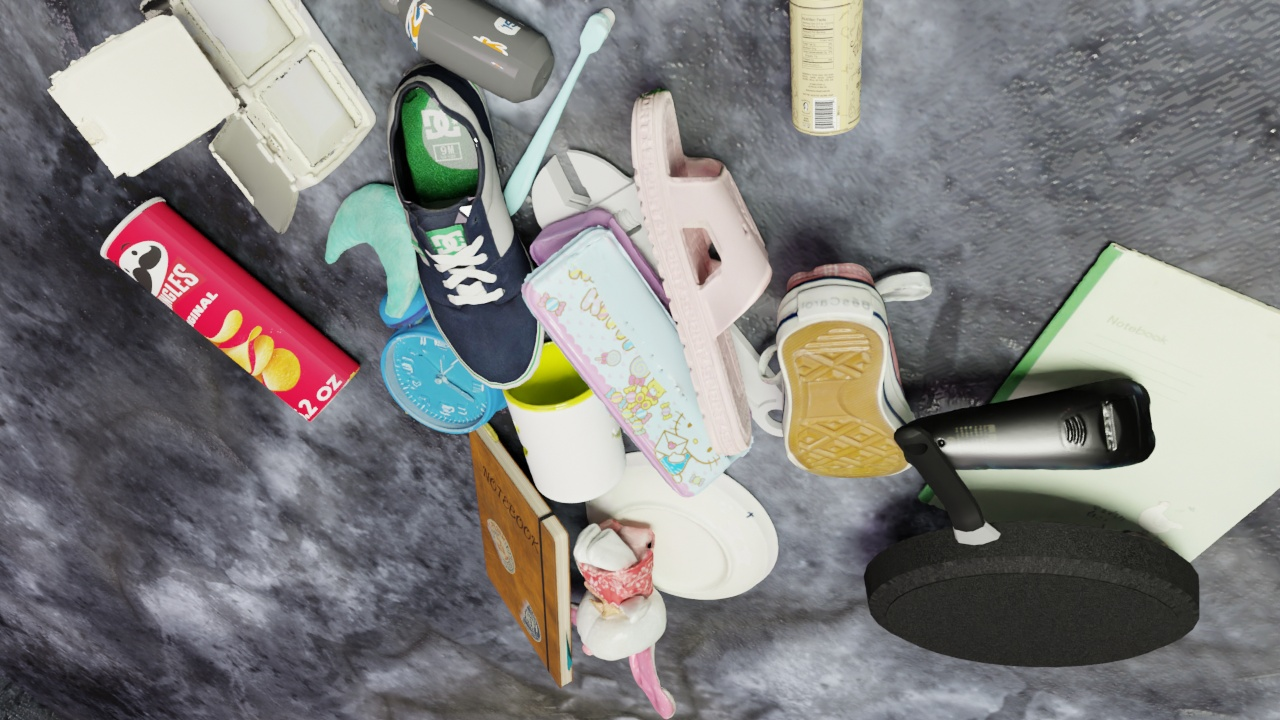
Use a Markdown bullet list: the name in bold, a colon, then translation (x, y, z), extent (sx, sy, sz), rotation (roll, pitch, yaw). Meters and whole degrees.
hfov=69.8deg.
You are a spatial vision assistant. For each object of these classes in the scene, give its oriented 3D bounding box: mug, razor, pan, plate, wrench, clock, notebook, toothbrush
- **mug**: translation (-0.058, 0.049, 0.733), extent (0.083, 0.082, 0.106), rotation (6, 131, 21)
- **razor**: translation (0.238, 0.045, 0.568), extent (0.151, 0.067, 0.054), rotation (-8, 86, 8)
- **pan**: translation (0.244, 0.142, 0.626), extent (0.226, 0.034, 0.356), rotation (-14, 140, 31)
- **plate**: translation (0.030, 0.158, 0.818), extent (0.182, 0.034, 0.183), rotation (14, 132, 15)
- **wrench**: translation (0.025, -0.039, 0.665), extent (0.087, 0.018, 0.273), rotation (-23, 117, 38)
- **clock**: translation (-0.155, -0.010, 0.744), extent (0.117, 0.060, 0.162), rotation (15, 130, 15)
- **notebook**: translation (0.322, 0.055, 0.605), extent (0.182, 0.010, 0.253), rotation (25, 134, 6)
- **notebook**: translation (-0.107, 0.194, 0.859), extent (0.178, 0.014, 0.250), rotation (45, 147, 38)
- **toothbrush**: translation (-0.059, -0.156, 0.606), extent (0.016, 0.016, 0.181), rotation (33, 136, -6)

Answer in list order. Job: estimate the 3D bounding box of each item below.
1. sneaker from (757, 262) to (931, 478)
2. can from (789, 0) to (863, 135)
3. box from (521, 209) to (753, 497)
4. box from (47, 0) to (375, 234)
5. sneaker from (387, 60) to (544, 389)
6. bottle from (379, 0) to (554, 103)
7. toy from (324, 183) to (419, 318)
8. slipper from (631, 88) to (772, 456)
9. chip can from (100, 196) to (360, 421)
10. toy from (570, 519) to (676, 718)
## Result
- **sneaker**: translation (0.133, 0.003, 0.602), extent (0.118, 0.087, 0.241), rotation (-6, 148, 15)
- **can**: translation (0.101, -0.168, 0.501), extent (0.038, 0.038, 0.080), rotation (7, 131, 20)
- **box**: translation (0.004, -0.004, 0.648), extent (0.077, 0.096, 0.214), rotation (-27, 120, 19)
- **box**: translation (-0.239, -0.162, 0.562), extent (0.069, 0.190, 0.143), rotation (-10, 130, 30)
- **sneaker**: translation (-0.121, -0.077, 0.622), extent (0.084, 0.079, 0.235), rotation (-8, 116, 5)
- **bottle**: translation (-0.108, -0.201, 0.567), extent (0.112, 0.046, 0.047), rotation (28, 135, 1)
- **toy**: translation (-0.198, -0.091, 0.695), extent (0.105, 0.033, 0.085), rotation (36, 109, 29)
- **slipper**: translation (0.051, -0.054, 0.575), extent (0.064, 0.094, 0.239), rotation (-10, 111, 13)
- **chip can**: translation (-0.354, -0.042, 0.806), extent (0.220, 0.069, 0.069), rotation (43, 133, -13)
- **toy**: translation (-0.021, 0.216, 0.810), extent (0.159, 0.084, 0.195), rotation (36, 143, 36)
